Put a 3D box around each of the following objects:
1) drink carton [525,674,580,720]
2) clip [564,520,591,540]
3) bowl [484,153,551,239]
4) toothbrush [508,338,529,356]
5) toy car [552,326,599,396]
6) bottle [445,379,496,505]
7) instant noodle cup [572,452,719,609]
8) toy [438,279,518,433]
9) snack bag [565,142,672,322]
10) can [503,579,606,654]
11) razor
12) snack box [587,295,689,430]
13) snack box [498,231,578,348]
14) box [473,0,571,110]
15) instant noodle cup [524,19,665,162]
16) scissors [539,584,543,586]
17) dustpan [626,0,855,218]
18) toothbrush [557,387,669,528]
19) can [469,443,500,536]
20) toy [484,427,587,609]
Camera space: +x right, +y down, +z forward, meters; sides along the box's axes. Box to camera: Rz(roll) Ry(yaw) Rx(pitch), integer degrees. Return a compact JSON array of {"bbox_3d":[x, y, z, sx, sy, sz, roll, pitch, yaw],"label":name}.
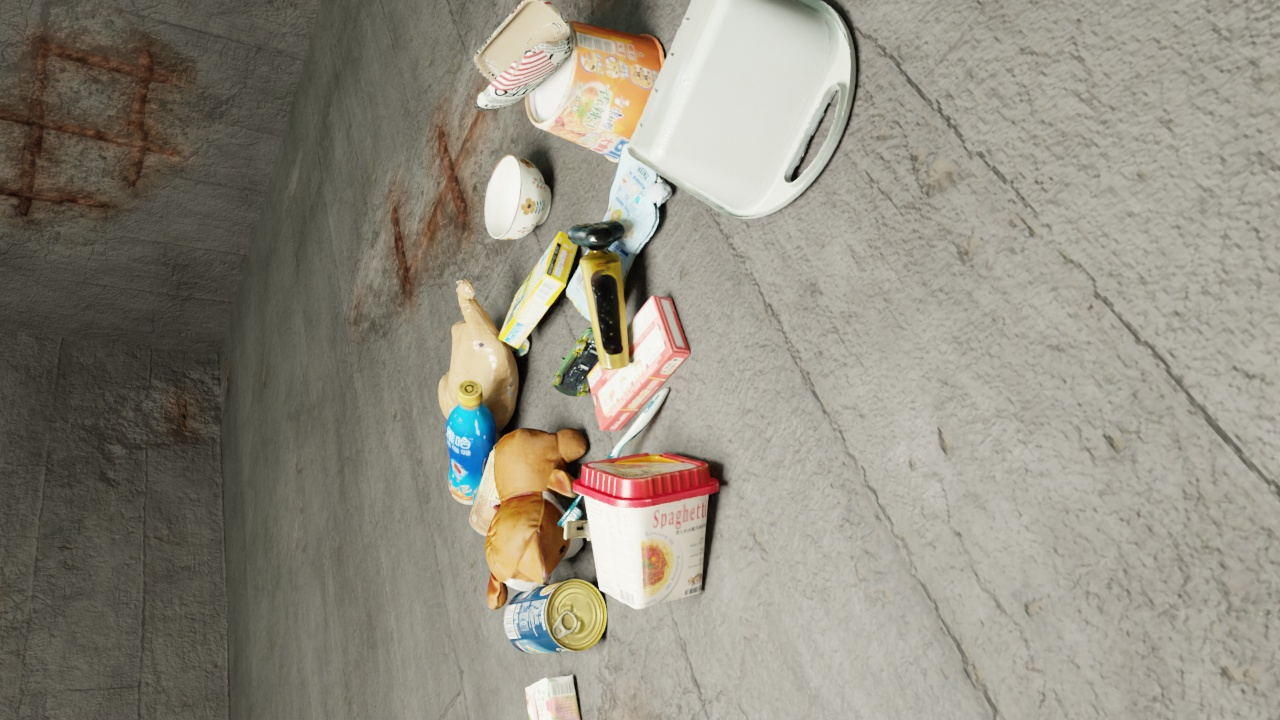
[{"bbox_3d":[-0.094,0.418,1.020,0.054,0.045,0.122,-41,51,44],"label":"drink carton"},{"bbox_3d":[-0.044,0.176,0.956,0.100,0.072,0.034,13,-97,-78],"label":"clip"},{"bbox_3d":[-0.159,-0.215,1.233,0.114,0.062,0.113,-18,69,56],"label":"bowl"},{"bbox_3d":[-0.203,-0.019,1.301,0.190,0.020,0.029,0,75,59],"label":"toothbrush"},{"bbox_3d":[-0.067,0.002,1.064,0.091,0.043,0.036,-55,25,23],"label":"toy car"},{"bbox_3d":[-0.220,0.106,1.197,0.219,0.065,0.065,101,154,-47],"label":"bottle"},{"bbox_3d":[0.006,0.159,0.869,0.117,0.116,0.124,7,101,57],"label":"instant noodle cup"},{"bbox_3d":[-0.215,0.001,1.229,0.143,0.082,0.226,33,126,26],"label":"toy"},{"bbox_3d":[-0.026,-0.140,1.037,0.191,0.038,0.110,-63,32,24],"label":"snack bag"},{"bbox_3d":[-0.098,0.288,1.026,0.111,0.075,0.075,-28,61,52],"label":"can"},{"bbox_3d":[-0.038,-0.071,0.973,0.068,0.062,0.167,115,147,-78],"label":"razor"},{"bbox_3d":[-0.006,0.006,0.986,0.153,0.025,0.075,-49,46,41],"label":"snack box"},{"bbox_3d":[-0.129,-0.088,1.159,0.141,0.033,0.086,-45,23,41],"label":"snack box"},{"bbox_3d":[-0.136,-0.338,1.005,0.163,0.076,0.088,-21,89,56],"label":"box"},{"bbox_3d":[-0.057,-0.314,1.050,0.152,0.111,0.151,-16,70,55],"label":"instant noodle cup"},{"bbox_3d":[-0.116,0.265,1.117,0.113,0.017,0.134,-39,57,41],"label":"scissors"},{"bbox_3d":[0.097,-0.252,0.877,0.257,0.142,0.223,-94,28,-67],"label":"dustpan"},{"bbox_3d":[-0.027,0.105,0.963,0.018,0.016,0.192,40,101,13],"label":"toothbrush"},{"bbox_3d":[-0.180,0.168,1.191,0.058,0.058,0.116,46,122,51],"label":"can"},{"bbox_3d":[-0.121,0.178,1.051,0.141,0.130,0.199,-48,25,44],"label":"toy"}]
